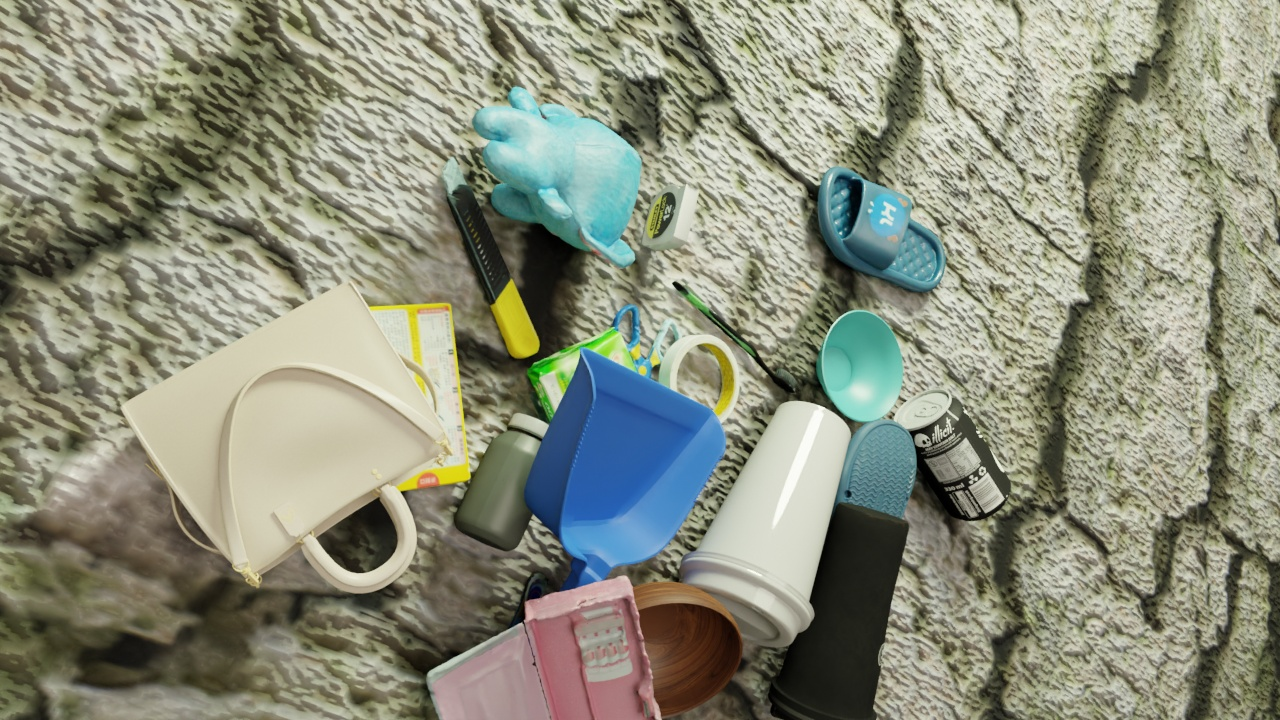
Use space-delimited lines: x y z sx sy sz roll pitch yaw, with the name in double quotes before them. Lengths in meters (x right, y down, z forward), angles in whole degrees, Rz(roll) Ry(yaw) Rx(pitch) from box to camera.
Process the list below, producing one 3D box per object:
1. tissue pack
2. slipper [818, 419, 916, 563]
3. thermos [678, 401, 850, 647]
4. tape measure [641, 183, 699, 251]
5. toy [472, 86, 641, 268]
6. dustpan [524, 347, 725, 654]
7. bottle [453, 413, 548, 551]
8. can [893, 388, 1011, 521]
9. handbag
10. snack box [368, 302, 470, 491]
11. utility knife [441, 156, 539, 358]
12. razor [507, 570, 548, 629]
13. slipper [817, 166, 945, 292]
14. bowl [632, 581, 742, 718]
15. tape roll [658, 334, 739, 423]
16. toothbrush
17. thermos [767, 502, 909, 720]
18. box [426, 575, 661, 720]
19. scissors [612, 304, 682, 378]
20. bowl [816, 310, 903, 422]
"tissue pack" -0.043 0.037 0.838 0.099 0.034 0.114 -28 102 -25
"slipper" 0.231 0.164 0.987 0.103 0.059 0.214 13 94 -33
"thermos" 0.133 0.152 0.896 0.131 0.132 0.221 42 58 -22
"tape measure" 0.028 -0.139 0.886 0.016 0.065 0.064 20 77 -29
"toy" -0.079 -0.158 0.799 0.180 0.115 0.183 6 59 -49
"dustpan" -0.039 0.139 0.791 0.258 0.059 0.245 -57 147 4
"bottle" -0.111 0.103 0.779 0.060 0.060 0.108 33 69 -25
"can" 0.360 0.110 1.060 0.080 0.080 0.146 -46 109 -27
"handbag" -0.229 0.073 0.659 0.194 0.101 0.198 -34 87 -23
"snack box" -0.188 0.030 0.759 0.075 0.025 0.152 -6 88 -32
"utility knife" -0.135 -0.089 0.807 0.028 0.020 0.186 -27 101 -32
"razor" -0.117 0.245 0.787 0.044 0.018 0.140 37 68 -23
"slipper" 0.281 -0.143 1.049 0.213 0.059 0.103 27 74 -29
"bowl" 0.012 0.247 0.826 0.147 0.068 0.147 -6 121 -10
"tape roll" 0.059 0.021 0.910 0.093 0.019 0.094 0 90 -39
"toothbrush" 0.100 -0.025 0.951 0.188 0.014 0.017 40 53 -23
"thermos" 0.203 0.256 0.910 0.105 0.106 0.218 15 90 -30
"box" -0.068 0.300 0.758 0.180 0.051 0.233 -17 115 -16
"scissors" 0.008 0.012 0.893 0.097 0.020 0.132 0 86 -30
"bowl" 0.229 0.008 1.008 0.121 0.046 0.121 3 84 -32
